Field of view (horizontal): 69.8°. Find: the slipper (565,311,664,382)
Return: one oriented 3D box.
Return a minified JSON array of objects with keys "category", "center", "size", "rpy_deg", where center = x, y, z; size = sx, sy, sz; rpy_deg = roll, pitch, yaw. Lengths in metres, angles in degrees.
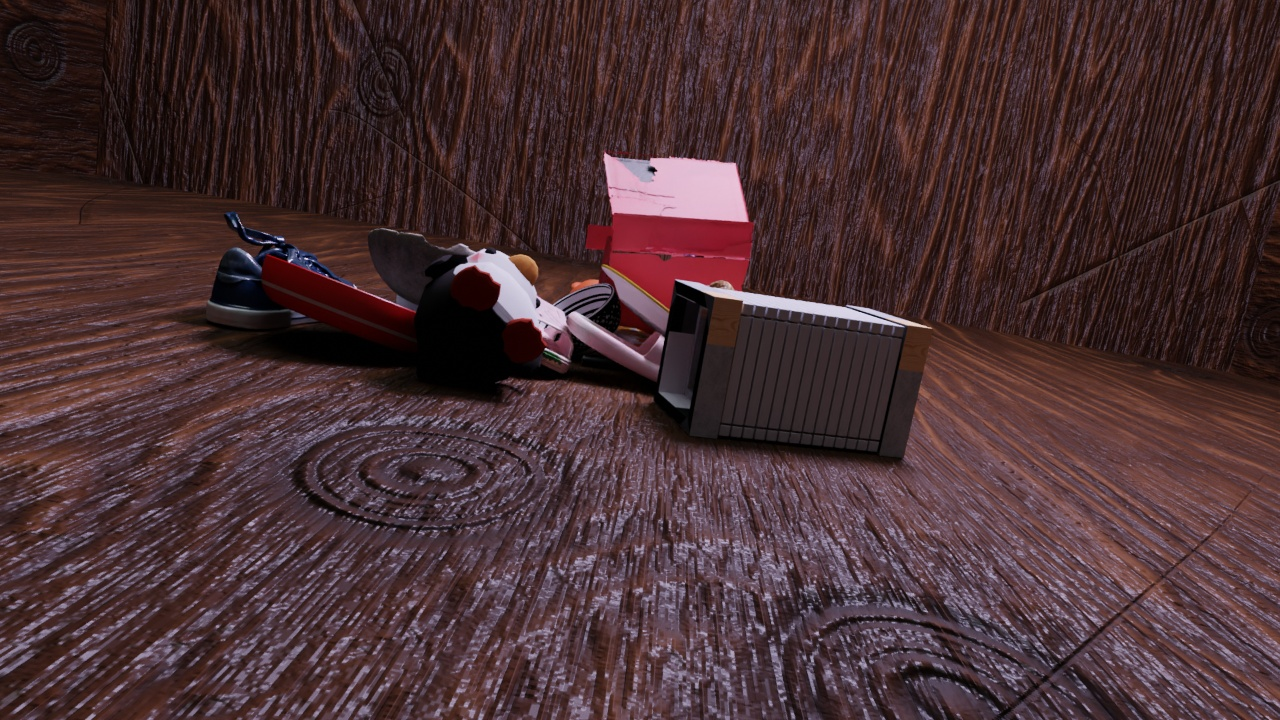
[{"category":"slipper","center":[0.011,-0.010,1.136],"size":[0.221,0.056,0.106],"rpy_deg":[24,5,-3]}]

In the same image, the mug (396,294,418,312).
[{"category":"mug","center":[-0.294,-0.089,1.301],"size":[0.089,0.073,0.105],"rpy_deg":[2,24,-39]}]

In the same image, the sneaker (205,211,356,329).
[{"category":"sneaker","center":[-0.453,-0.117,1.187],"size":[0.121,0.127,0.294],"rpy_deg":[12,8,6]}]

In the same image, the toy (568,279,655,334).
[{"category":"toy","center":[-0.037,-0.071,1.466],"size":[0.172,0.093,0.163],"rpy_deg":[22,12,-4]}]

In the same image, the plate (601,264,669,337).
[{"category":"plate","center":[0.033,-0.046,1.212],"size":[0.230,0.021,0.230],"rpy_deg":[39,-1,0]}]

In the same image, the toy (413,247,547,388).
[{"category":"toy","center":[-0.177,-0.055,1.020],"size":[0.159,0.140,0.183],"rpy_deg":[49,17,-18]}]

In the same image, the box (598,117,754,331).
[{"category":"box","center":[0.052,-0.193,1.341],"size":[0.211,0.318,0.121],"rpy_deg":[1,9,-15]}]

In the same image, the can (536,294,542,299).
[{"category":"can","center":[-0.188,-0.069,1.343],"size":[0.063,0.063,0.114],"rpy_deg":[13,10,19]}]

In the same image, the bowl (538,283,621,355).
[{"category":"bowl","center":[-0.077,-0.046,1.269],"size":[0.120,0.066,0.120],"rpy_deg":[-23,25,11]}]

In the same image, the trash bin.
[{"category":"trash bin","center":[0.162,0.007,1.010],"size":[0.246,0.142,0.142],"rpy_deg":[7,10,-16]}]

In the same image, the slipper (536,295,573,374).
[{"category":"slipper","center":[-0.139,-0.052,1.169],"size":[0.094,0.064,0.239],"rpy_deg":[28,7,-30]}]

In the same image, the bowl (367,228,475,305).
[{"category":"bowl","center":[-0.265,-0.107,1.173],"size":[0.178,0.081,0.178],"rpy_deg":[14,-2,0]}]

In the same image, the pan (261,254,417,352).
[{"category":"pan","center":[-0.278,-0.044,1.103],"size":[0.355,0.067,0.209],"rpy_deg":[24,-4,-39]}]

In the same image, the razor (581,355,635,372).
[{"category":"razor","center":[-0.007,0.007,1.217],"size":[0.144,0.022,0.042],"rpy_deg":[4,38,-7]}]

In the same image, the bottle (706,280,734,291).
[{"category":"bottle","center":[0.121,-0.015,1.103],"size":[0.060,0.166,0.059],"rpy_deg":[-30,18,11]}]

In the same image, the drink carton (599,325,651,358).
[{"category":"drink carton","center":[-0.012,-0.018,1.294],"size":[0.058,0.040,0.122],"rpy_deg":[5,11,-26]}]
